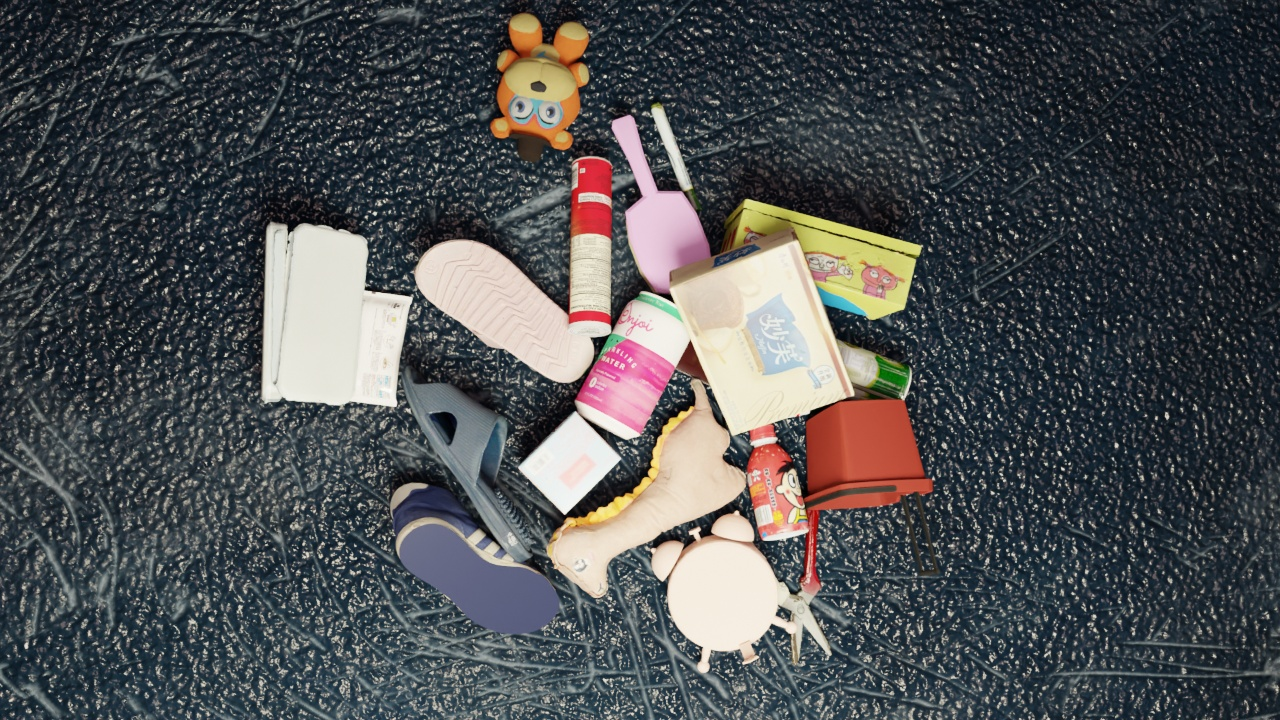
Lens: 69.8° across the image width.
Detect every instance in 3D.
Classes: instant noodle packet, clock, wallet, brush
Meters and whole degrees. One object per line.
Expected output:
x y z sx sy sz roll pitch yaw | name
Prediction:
-0.329 -0.016 1.106 0.087 0.026 0.134 8 85 -5 | instant noodle packet
0.097 0.276 1.094 0.131 0.086 0.160 -24 81 2 | clock
0.105 -0.024 1.154 0.091 0.018 0.115 26 82 -3 | wallet
0.015 -0.192 1.143 0.089 0.043 0.228 -21 88 -7 | brush

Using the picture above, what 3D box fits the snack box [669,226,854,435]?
0.140 -0.031 1.060 0.153 0.055 0.207 -20 112 13 | snack box

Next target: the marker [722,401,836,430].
0.176 0.064 1.152 0.145 0.019 0.019 -11 87 -6 | marker

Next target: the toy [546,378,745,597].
0.000 0.151 1.088 0.263 0.065 0.196 -20 85 -21 | toy

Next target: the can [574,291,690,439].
-0.007 0.006 1.104 0.088 0.088 0.165 28 84 -3 | can

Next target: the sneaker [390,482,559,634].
-0.206 0.230 1.086 0.091 0.118 0.233 -50 125 0 | sneaker

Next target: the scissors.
0.184 0.268 1.140 0.179 0.015 0.196 26 83 -3 | scissors

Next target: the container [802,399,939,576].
0.270 0.157 1.086 0.127 0.148 0.200 -2 74 -12 | container

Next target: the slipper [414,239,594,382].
-0.162 -0.060 1.109 0.239 0.064 0.094 37 80 -19 | slipper

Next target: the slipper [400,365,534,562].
-0.181 0.105 1.062 0.082 0.101 0.263 -33 78 -6 | slipper

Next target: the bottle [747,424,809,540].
0.162 0.147 1.122 0.062 0.062 0.137 -8 72 -6 | bottle

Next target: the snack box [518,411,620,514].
-0.084 0.120 1.085 0.093 0.095 0.079 -44 92 -8 | snack box

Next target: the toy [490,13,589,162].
-0.122 -0.330 1.122 0.112 0.096 0.176 7 96 -6 | toy

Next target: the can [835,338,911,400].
0.269 0.018 1.141 0.121 0.067 0.067 20 84 -3 | can

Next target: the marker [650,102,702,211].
0.045 -0.257 1.165 0.017 0.017 0.146 -20 88 -7 | marker

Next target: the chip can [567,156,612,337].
-0.060 -0.139 1.113 0.052 0.052 0.214 1 77 -6 | chip can

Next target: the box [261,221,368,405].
-0.403 -0.050 1.079 0.129 0.106 0.211 10 81 -36 | box

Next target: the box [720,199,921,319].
0.209 -0.122 1.119 0.221 0.124 0.082 17 84 -2 | box
